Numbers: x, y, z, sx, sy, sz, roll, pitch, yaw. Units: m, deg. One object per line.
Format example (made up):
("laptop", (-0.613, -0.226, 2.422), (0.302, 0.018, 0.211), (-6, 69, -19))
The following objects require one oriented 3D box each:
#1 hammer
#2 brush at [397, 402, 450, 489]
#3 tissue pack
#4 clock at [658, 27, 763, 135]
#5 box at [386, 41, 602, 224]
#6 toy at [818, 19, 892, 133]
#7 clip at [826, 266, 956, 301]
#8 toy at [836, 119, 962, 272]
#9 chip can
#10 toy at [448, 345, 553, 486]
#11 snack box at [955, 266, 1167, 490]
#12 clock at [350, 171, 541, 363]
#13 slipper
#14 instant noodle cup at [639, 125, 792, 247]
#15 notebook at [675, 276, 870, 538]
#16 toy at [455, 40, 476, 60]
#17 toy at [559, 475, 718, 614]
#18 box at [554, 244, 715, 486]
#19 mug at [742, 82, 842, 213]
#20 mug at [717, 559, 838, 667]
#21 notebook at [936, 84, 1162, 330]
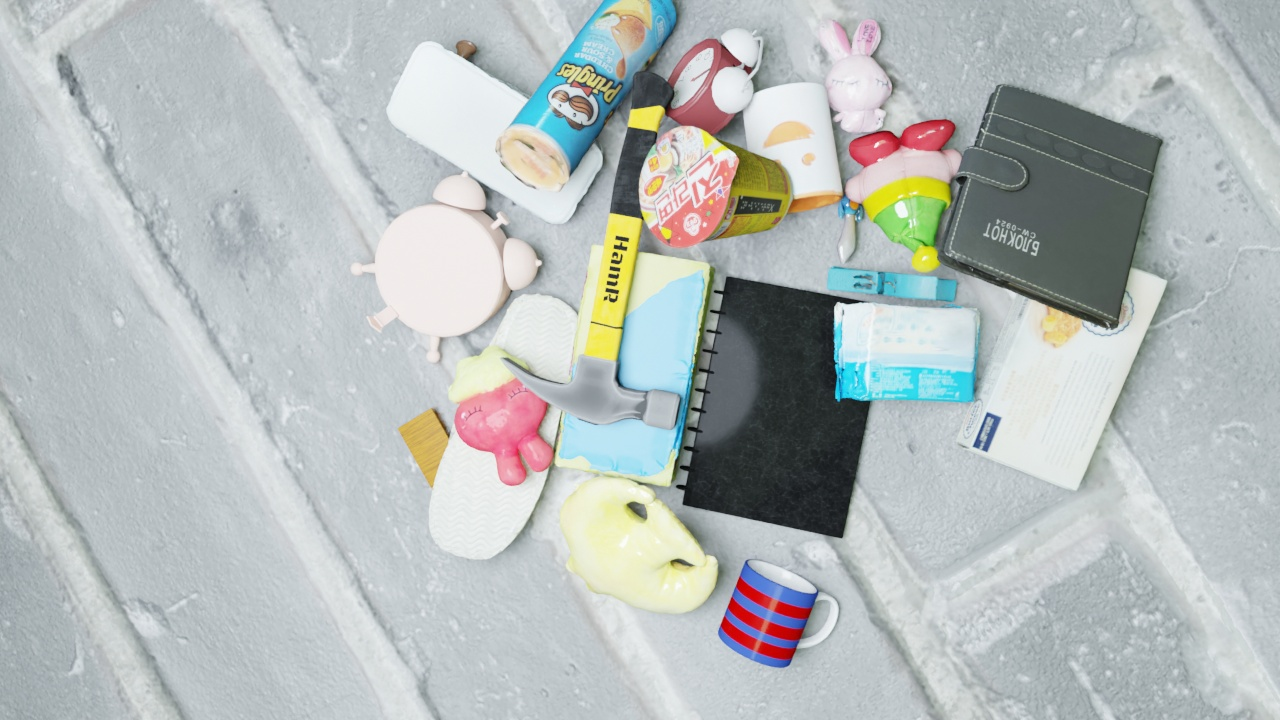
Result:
("hammer", (-0.023, -0.102, 0.841), (0.170, 0.034, 0.324), (11, 92, 8))
("brush", (-0.201, 0.114, 0.951), (0.048, 0.017, 0.126), (-31, 87, 7))
("tissue pack", (0.245, -0.008, 0.855), (0.144, 0.062, 0.093), (1, 93, -12))
("clock", (0.068, -0.261, 0.862), (0.044, 0.125, 0.087), (26, 62, -31))
("box", (-0.140, -0.222, 0.893), (0.213, 0.063, 0.118), (32, 97, -13))
("toy", (0.205, -0.273, 0.874), (0.063, 0.047, 0.110), (-9, 87, -1))
("clip", (0.243, -0.070, 0.854), (0.120, 0.118, 0.033), (5, 99, -5))
("toy", (0.240, -0.149, 0.850), (0.124, 0.096, 0.131), (-9, 101, 12))
("chip can", (-0.046, -0.258, 0.853), (0.080, 0.080, 0.229), (27, 63, 6))
("toy", (-0.132, 0.053, 0.875), (0.091, 0.045, 0.135), (-22, 81, -4))
("snack box", (0.385, 0.004, 0.849), (0.104, 0.057, 0.208), (21, 94, 6))
("clock", (-0.194, -0.090, 0.905), (0.160, 0.086, 0.131), (-39, 97, 9))
("slipper", (-0.133, 0.065, 0.922), (0.114, 0.054, 0.272), (20, 85, 2))
("instant noodle cup", (0.071, -0.147, 0.803), (0.100, 0.112, 0.100), (6, 98, 43))
("notebook", (0.137, 0.045, 0.904), (0.169, 0.019, 0.231), (11, 93, 6))
("toy", (-0.179, -0.264, 0.926), (0.054, 0.042, 0.101), (24, 86, -26))
("toy", (-0.011, 0.182, 0.885), (0.170, 0.064, 0.155), (47, 129, -11))
("box", (-0.005, 0.005, 0.896), (0.124, 0.079, 0.221), (9, 95, 7))
("mug", (0.142, -0.197, 0.865), (0.082, 0.082, 0.105), (-8, 90, 8))
("mug", (0.139, 0.248, 0.888), (0.112, 0.075, 0.076), (19, 94, -20))
("notebook", (0.367, -0.146, 0.822), (0.169, 0.029, 0.208), (23, 65, 5))
